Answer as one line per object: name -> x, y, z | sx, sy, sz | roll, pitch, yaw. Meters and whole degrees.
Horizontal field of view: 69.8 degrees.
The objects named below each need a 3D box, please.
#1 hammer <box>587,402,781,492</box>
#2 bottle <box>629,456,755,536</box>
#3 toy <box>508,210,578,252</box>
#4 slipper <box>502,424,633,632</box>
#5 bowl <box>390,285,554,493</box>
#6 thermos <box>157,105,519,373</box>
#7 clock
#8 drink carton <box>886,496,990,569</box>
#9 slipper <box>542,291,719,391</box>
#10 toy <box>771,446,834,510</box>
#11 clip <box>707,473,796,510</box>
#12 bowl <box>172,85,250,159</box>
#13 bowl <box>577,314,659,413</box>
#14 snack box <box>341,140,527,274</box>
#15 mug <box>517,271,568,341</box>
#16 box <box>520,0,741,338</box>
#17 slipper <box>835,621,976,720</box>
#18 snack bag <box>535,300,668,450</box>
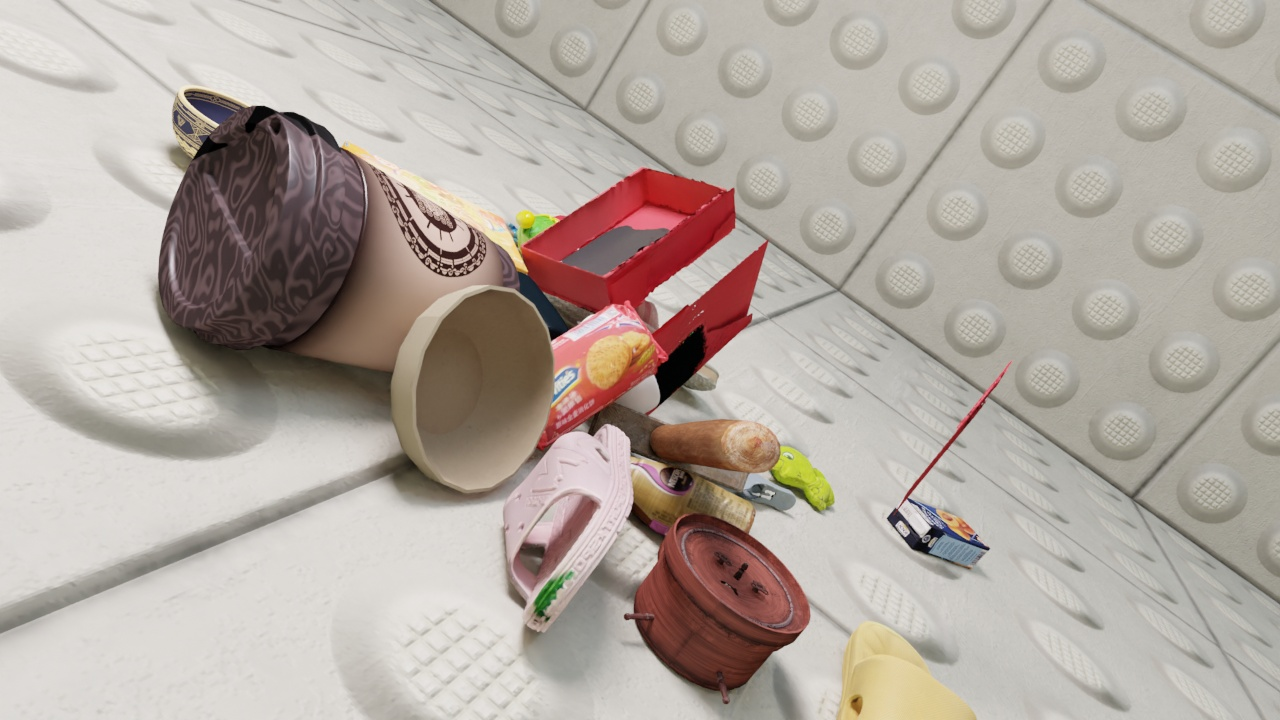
hammer -> 0.053, 0.071, 0.748 | 0.158, 0.037, 0.301 | 21, -8, -7
bottle -> 0.014, 0.115, 0.791 | 0.166, 0.060, 0.059 | 26, 17, 5
toy -> -0.133, -0.173, 1.243 | 0.124, 0.097, 0.131 | 35, 36, 25
slipper -> -0.054, 0.097, 0.656 | 0.064, 0.094, 0.239 | 35, 15, -7
bowl -> -0.130, 0.018, 0.679 | 0.050, 0.152, 0.152 | 8, 2, 32
thermos -> -0.217, -0.071, 0.706 | 0.226, 0.173, 0.172 | 22, 20, -50
clock -> 0.060, 0.176, 0.683 | 0.120, 0.072, 0.157 | 38, 19, 12
drink carton -> 0.384, 0.223, 1.186 | 0.130, 0.040, 0.064 | 22, 21, -32
slipper -> -0.014, -0.044, 1.108 | 0.263, 0.052, 0.115 | 32, -17, -16
toy -> 0.190, 0.137, 1.080 | 0.093, 0.036, 0.094 | 50, 24, 22
clip -> 0.103, 0.132, 0.952 | 0.162, 0.028, 0.112 | 14, 28, -46
bowl -> -0.405, -0.212, 0.900 | 0.112, 0.061, 0.112 | 30, 18, -11
bowl -> -0.037, 0.015, 0.919 | 0.114, 0.050, 0.115 | 43, -23, 24
snack box -> -0.232, -0.131, 0.960 | 0.195, 0.081, 0.145 | 24, 20, -31
mug -> -0.111, -0.016, 0.894 | 0.094, 0.085, 0.122 | 51, -5, 41
box -> -0.004, -0.201, 0.919 | 0.198, 0.352, 0.216 | 27, 52, 33
slipper -> 0.203, 0.266, 0.692 | 0.099, 0.078, 0.263 | 37, 17, 3
snack bag -> -0.060, 0.014, 0.806 | 0.176, 0.082, 0.082 | -33, 62, -29
